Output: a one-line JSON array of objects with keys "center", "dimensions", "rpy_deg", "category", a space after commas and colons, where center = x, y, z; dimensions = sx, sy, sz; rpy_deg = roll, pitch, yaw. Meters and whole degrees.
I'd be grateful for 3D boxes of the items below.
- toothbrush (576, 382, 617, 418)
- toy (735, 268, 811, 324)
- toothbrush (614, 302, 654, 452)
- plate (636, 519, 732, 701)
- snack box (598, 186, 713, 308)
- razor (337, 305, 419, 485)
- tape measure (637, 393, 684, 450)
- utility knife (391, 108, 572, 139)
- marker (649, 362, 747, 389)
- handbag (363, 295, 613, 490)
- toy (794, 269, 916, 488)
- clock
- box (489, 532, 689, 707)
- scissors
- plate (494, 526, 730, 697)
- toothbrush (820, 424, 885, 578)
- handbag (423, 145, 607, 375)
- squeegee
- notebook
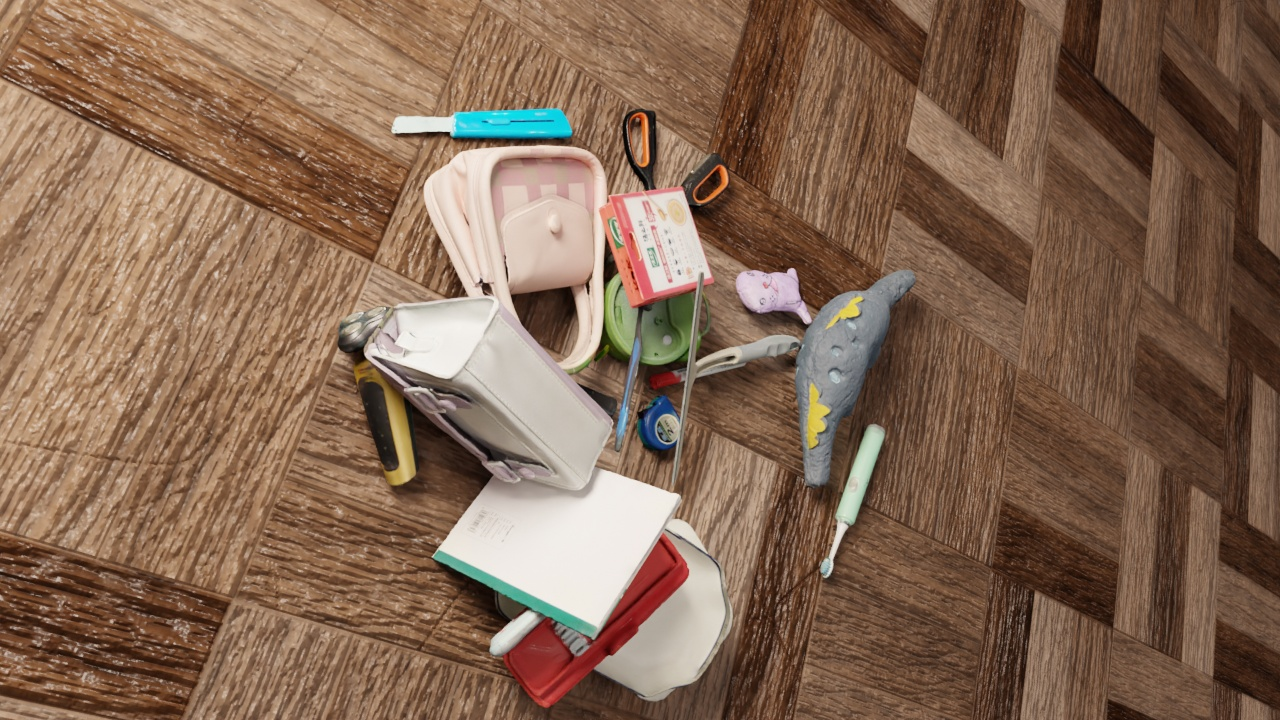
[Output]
[{"center": [-0.118, 0.015, 0.965], "dimensions": [0.212, 0.027, 0.026], "rpy_deg": [24, 24, -28], "category": "toothbrush"}, {"center": [0.166, -0.084, 1.165], "dimensions": [0.107, 0.039, 0.083], "rpy_deg": [2, 60, -35], "category": "toy"}, {"center": [-0.006, 0.006, 0.982], "dimensions": [0.016, 0.014, 0.189], "rpy_deg": [23, 73, -44], "category": "toothbrush"}, {"center": [0.035, 0.275, 1.017], "dimensions": [0.163, 0.034, 0.164], "rpy_deg": [-34, 101, -33], "category": "plate"}, {"center": [0.010, -0.120, 0.973], "dimensions": [0.126, 0.044, 0.113], "rpy_deg": [-18, 90, -48], "category": "snack box"}, {"center": [-0.242, 0.034, 0.860], "dimensions": [0.067, 0.062, 0.167], "rpy_deg": [-22, 101, -67], "category": "razor"}, {"center": [0.021, 0.075, 1.048], "dimensions": [0.054, 0.025, 0.058], "rpy_deg": [-40, 107, -31], "category": "tape measure"}, {"center": [-0.167, -0.252, 0.983], "dimensions": [0.208, 0.018, 0.034], "rpy_deg": [-11, 89, -34], "category": "utility knife"}, {"center": [0.073, 0.012, 1.100], "dimensions": [0.145, 0.017, 0.017], "rpy_deg": [-13, 89, -36], "category": "marker"}, {"center": [-0.139, 0.034, 0.841], "dimensions": [0.197, 0.145, 0.098], "rpy_deg": [51, 57, -41], "category": "handbag"}, {"center": [0.270, -0.010, 1.196], "dimensions": [0.138, 0.092, 0.355], "rpy_deg": [49, 60, -32], "category": "toy"}, {"center": [0.016, -0.052, 1.043], "dimensions": [0.161, 0.056, 0.116], "rpy_deg": [-5, 88, -32], "category": "clock"}, {"center": [-0.043, 0.232, 0.872], "dimensions": [0.201, 0.100, 0.112], "rpy_deg": [-39, 97, -15], "category": "box"}, {"center": [0.023, -0.197, 1.103], "dimensions": [0.220, 0.022, 0.230], "rpy_deg": [-27, 99, -30], "category": "scissors"}, {"center": [-0.031, 0.232, 0.947], "dimensions": [0.265, 0.034, 0.161], "rpy_deg": [33, 77, -12], "category": "plate"}, {"center": [0.277, 0.183, 1.204], "dimensions": [0.027, 0.026, 0.224], "rpy_deg": [51, 56, -42], "category": "toothbrush"}, {"center": [-0.103, -0.098, 0.928], "dimensions": [0.192, 0.094, 0.234], "rpy_deg": [-17, 95, -54], "category": "handbag"}, {"center": [0.113, -0.003, 1.089], "dimensions": [0.245, 0.039, 0.247], "rpy_deg": [-17, 120, -48], "category": "squeegee"}, {"center": [-0.082, 0.158, 0.859], "dimensions": [0.150, 0.209, 0.012], "rpy_deg": [-54, 138, -26], "category": "notebook"}]
